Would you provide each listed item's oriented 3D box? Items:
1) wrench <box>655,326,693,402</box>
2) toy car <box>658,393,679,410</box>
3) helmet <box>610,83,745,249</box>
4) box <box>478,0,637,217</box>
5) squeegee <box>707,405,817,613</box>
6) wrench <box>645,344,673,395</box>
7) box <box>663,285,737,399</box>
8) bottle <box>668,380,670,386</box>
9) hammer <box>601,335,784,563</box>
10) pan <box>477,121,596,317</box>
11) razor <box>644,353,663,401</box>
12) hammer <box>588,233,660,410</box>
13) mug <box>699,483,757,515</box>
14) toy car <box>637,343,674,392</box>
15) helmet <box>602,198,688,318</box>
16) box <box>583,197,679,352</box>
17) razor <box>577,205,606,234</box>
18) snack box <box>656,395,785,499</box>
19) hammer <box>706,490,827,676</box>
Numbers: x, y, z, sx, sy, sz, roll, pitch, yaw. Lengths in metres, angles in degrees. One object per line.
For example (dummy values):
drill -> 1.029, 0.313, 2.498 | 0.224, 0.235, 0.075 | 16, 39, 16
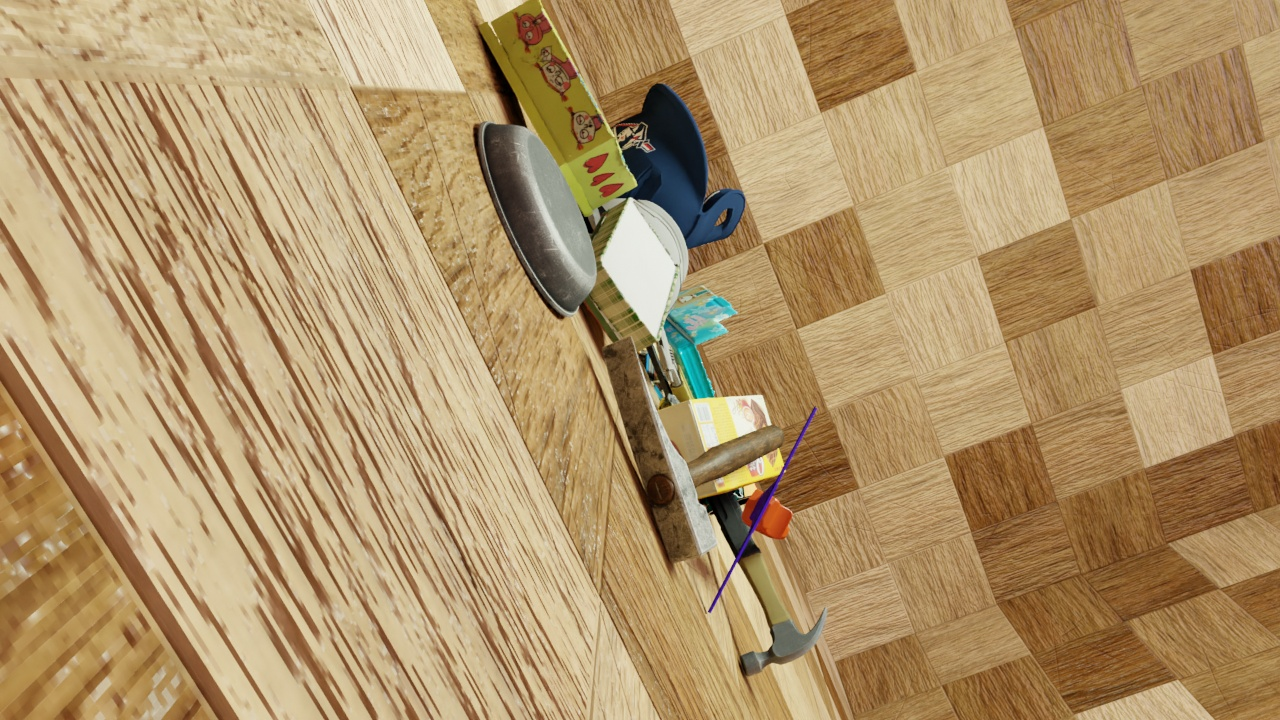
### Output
wrench -> 0.048, 0.027, 1.196 | 0.273, 0.018, 0.083 | 63, 13, -59
toy car -> 0.040, 0.091, 1.123 | 0.049, 0.030, 0.106 | 39, 40, -50
helmet -> 0.024, -0.291, 1.430 | 0.232, 0.222, 0.273 | 55, -34, 43
box -> -0.092, -0.286, 1.041 | 0.221, 0.081, 0.124 | 64, 4, 19
squeegee -> 0.147, 0.182, 1.068 | 0.055, 0.249, 0.185 | 25, -10, 26
wrench -> 0.021, 0.005, 1.177 | 0.073, 0.018, 0.273 | -97, 168, -52
box -> 0.090, -0.032, 1.393 | 0.098, 0.121, 0.226 | 67, -6, -22
bottle -> 0.087, 0.077, 1.520 | 0.051, 0.051, 0.146 | -103, 169, -55
hammer -> 0.077, 0.071, 0.992 | 0.299, 0.037, 0.217 | -11, 81, -60
pan -> -0.086, -0.149, 0.907 | 0.356, 0.055, 0.187 | -70, 137, -74
razor -> 0.029, 0.052, 1.249 | 0.042, 0.022, 0.144 | -85, 157, -44
hammer -> -0.007, 0.007, 1.138 | 0.119, 0.031, 0.331 | -99, 168, -61
mug -> 0.111, 0.170, 1.338 | 0.118, 0.081, 0.098 | 122, -49, -64
toy car -> 0.023, -0.001, 1.265 | 0.112, 0.047, 0.047 | 63, 10, -49
helmet -> 0.010, -0.142, 1.312 | 0.183, 0.118, 0.271 | -92, 160, -72
box -> -0.014, -0.098, 1.034 | 0.117, 0.050, 0.205 | 52, 24, -21
razor -> -0.057, -0.176, 1.195 | 0.156, 0.060, 0.057 | 49, -10, 14
snack box -> 0.098, 0.104, 1.116 | 0.229, 0.062, 0.110 | 1, 70, -62
hammer -> 0.128, 0.230, 1.162 | 0.025, 0.118, 0.332 | 78, -9, -46
